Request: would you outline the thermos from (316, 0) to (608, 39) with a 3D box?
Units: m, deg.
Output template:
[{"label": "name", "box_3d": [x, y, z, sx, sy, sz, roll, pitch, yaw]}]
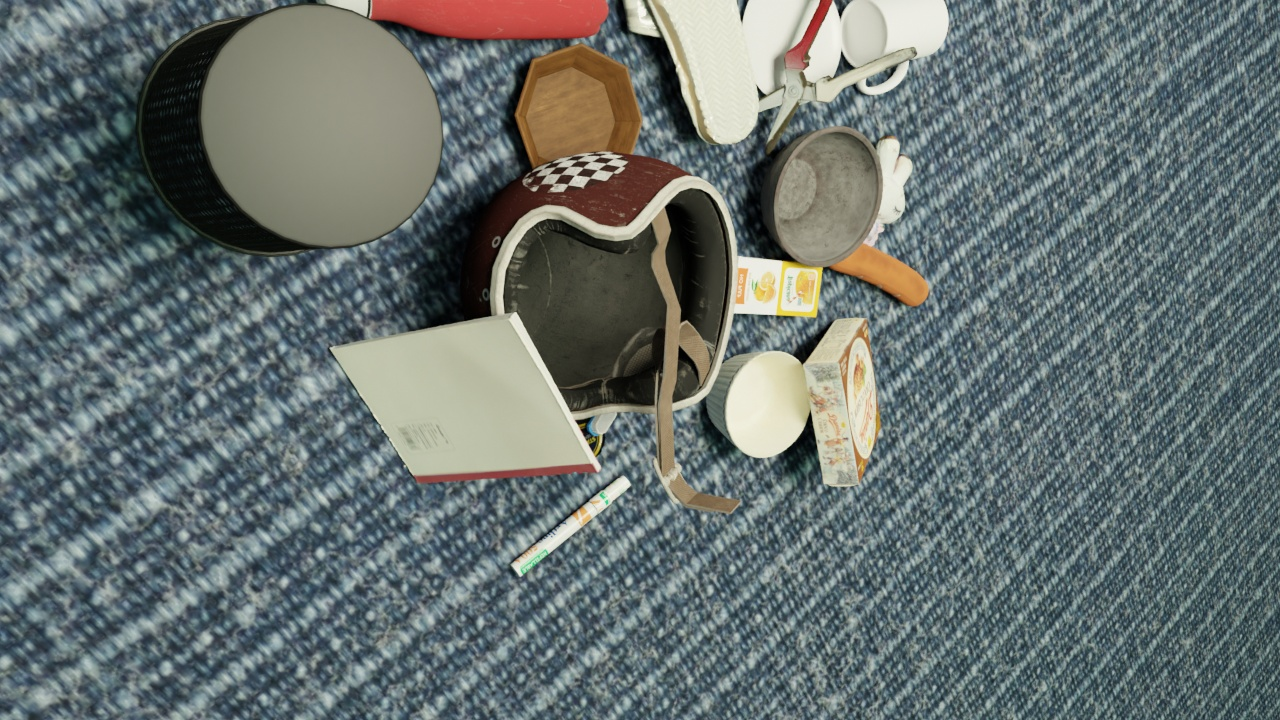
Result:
[{"label": "thermos", "box_3d": [-0.143, -0.301, 0.752, 0.239, 0.073, 0.073, -12, 106, -28]}]

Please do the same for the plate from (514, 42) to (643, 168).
[{"label": "plate", "box_3d": [-0.060, -0.222, 0.847, 0.131, 0.025, 0.131, -7, 104, -30]}]

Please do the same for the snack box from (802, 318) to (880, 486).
[{"label": "snack box", "box_3d": [0.230, 0.044, 1.030, 0.142, 0.041, 0.147, -42, 124, -57]}]

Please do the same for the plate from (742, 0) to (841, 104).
[{"label": "plate", "box_3d": [0.157, -0.338, 0.964, 0.134, 0.011, 0.134, -7, 104, -30]}]

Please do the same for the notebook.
[{"label": "notebook", "box_3d": [-0.148, 0.039, 0.754, 0.012, 0.209, 0.153, -55, 127, -45]}]

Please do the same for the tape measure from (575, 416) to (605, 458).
[{"label": "tape measure", "box_3d": [-0.065, 0.073, 0.900, 0.061, 0.034, 0.061, -22, 105, -40]}]

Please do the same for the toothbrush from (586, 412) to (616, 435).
[{"label": "toothbrush", "box_3d": [-0.005, 0.005, 0.917, 0.016, 0.014, 0.166, 48, 63, -34]}]

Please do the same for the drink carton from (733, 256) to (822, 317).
[{"label": "drink carton", "box_3d": [0.134, -0.080, 0.986, 0.122, 0.040, 0.058, 1, 100, -32]}]

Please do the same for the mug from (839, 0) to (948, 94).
[{"label": "mug", "box_3d": [0.272, -0.346, 1.005, 0.090, 0.074, 0.111, -20, 136, -27]}]

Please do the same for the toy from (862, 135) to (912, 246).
[{"label": "toy", "box_3d": [0.278, -0.191, 1.054, 0.079, 0.038, 0.122, 17, 94, -41]}]

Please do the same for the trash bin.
[{"label": "trash bin", "box_3d": [-0.241, -0.158, 0.639, 0.183, 0.210, 0.184, -7, 104, -30]}]

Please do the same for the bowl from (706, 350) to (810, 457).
[{"label": "bowl", "box_3d": [0.121, 0.042, 0.991, 0.115, 0.062, 0.115, -7, 104, -30]}]

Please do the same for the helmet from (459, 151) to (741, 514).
[{"label": "helmet", "box_3d": [-0.023, -0.051, 0.770, 0.233, 0.254, 0.234, -58, 143, -38]}]

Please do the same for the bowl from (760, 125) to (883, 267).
[{"label": "bowl", "box_3d": [0.180, -0.177, 0.973, 0.144, 0.067, 0.145, -11, 113, -28]}]

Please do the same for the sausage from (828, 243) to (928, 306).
[{"label": "sausage", "box_3d": [0.279, -0.103, 1.069, 0.164, 0.045, 0.039, 19, 55, -33]}]

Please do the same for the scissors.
[{"label": "scissors", "box_3d": [0.190, -0.301, 0.938, 0.179, 0.015, 0.198, 7, 92, 1]}]

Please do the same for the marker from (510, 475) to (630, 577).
[{"label": "marker", "box_3d": [-0.069, 0.166, 0.928, 0.145, 0.017, 0.017, -37, 117, -19]}]

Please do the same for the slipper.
[{"label": "slipper", "box_3d": [0.041, -0.335, 0.868, 0.114, 0.054, 0.273, -34, 111, -25]}]
